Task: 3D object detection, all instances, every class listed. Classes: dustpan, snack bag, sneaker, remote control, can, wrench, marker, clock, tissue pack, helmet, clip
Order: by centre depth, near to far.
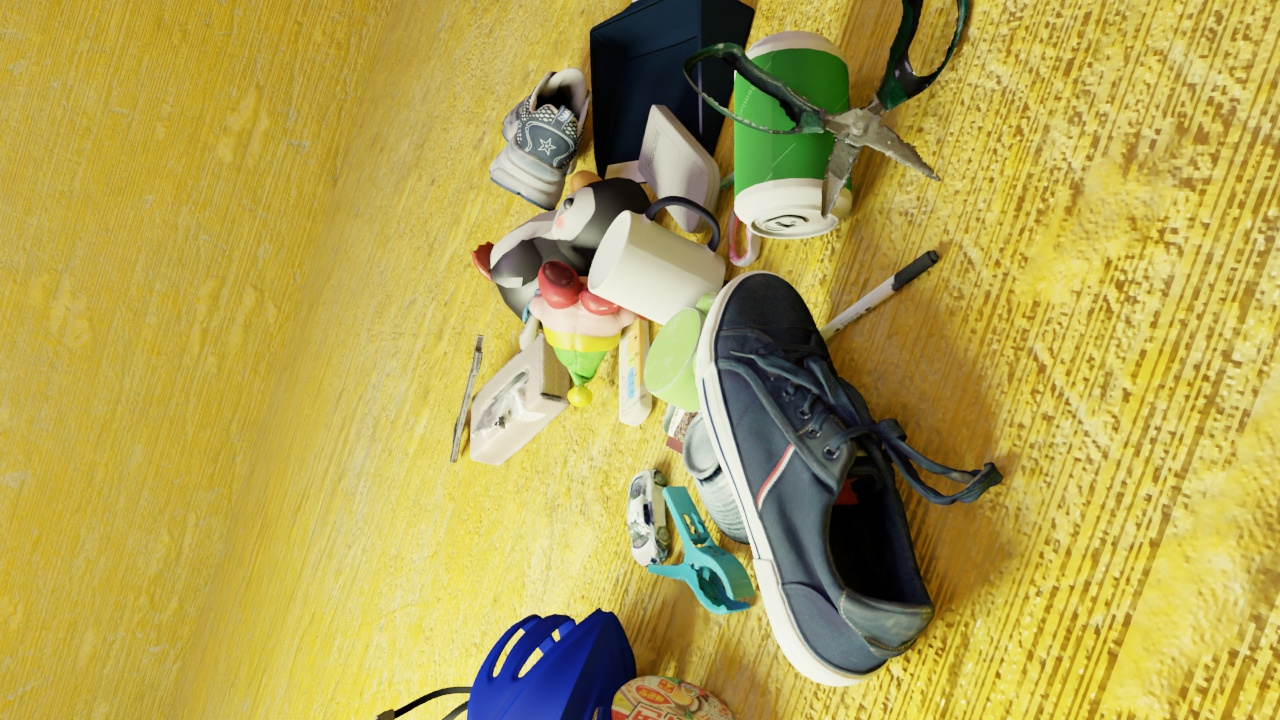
[{"bbox_3d":[0.123,0.043,0.585,0.128,0.120,0.294,122,145,-48],"label":"sneaker"},{"bbox_3d":[0.155,-0.035,0.662,0.153,0.011,0.011,-41,43,43],"label":"marker"},{"bbox_3d":[0.116,-0.171,0.703,0.088,0.087,0.139,-15,71,56],"label":"can"},{"bbox_3d":[0.049,0.152,0.719,0.116,0.026,0.097,34,122,55],"label":"clip"},{"bbox_3d":[0.046,-0.004,0.756,0.120,0.042,0.094,-41,32,39],"label":"clock"},{"bbox_3d":[-0.115,0.293,0.756,0.228,0.147,0.241,18,96,24],"label":"helmet"},{"bbox_3d":[0.059,0.007,0.799,0.057,0.013,0.158,24,96,61],"label":"snack bag"},{"bbox_3d":[0.038,-0.186,0.897,0.151,0.019,0.074,-120,35,-45],"label":"remote control"},{"bbox_3d":[-0.005,0.005,0.902,0.038,0.018,0.125,-39,42,44],"label":"remote control"},{"bbox_3d":[0.013,-0.333,0.977,0.237,0.080,0.273,13,87,60],"label":"dustpan"},{"bbox_3d":[-0.098,-0.289,1.077,0.133,0.103,0.268,-56,16,30],"label":"sneaker"},{"bbox_3d":[-0.151,0.050,1.077,0.182,0.071,0.103,-35,45,42],"label":"tissue pack"},{"bbox_3d":[-0.220,0.052,1.155,0.274,0.010,0.070,118,157,-55],"label":"wrench"}]

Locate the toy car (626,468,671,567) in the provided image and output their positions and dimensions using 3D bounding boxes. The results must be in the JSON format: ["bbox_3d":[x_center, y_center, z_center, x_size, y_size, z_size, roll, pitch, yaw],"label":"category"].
[{"bbox_3d":[0.004,0.138,0.809,0.039,0.027,0.089,-37,46,43],"label":"toy car"}]

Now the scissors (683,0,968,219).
[{"bbox_3d":[0.134,-0.203,0.654,0.015,0.206,0.201,65,-132,-78],"label":"scissors"}]

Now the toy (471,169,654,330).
[{"bbox_3d":[-0.059,-0.114,0.965,0.185,0.158,0.140,-33,87,36],"label":"toy"}]

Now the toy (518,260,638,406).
[{"bbox_3d":[-0.066,-0.028,0.912,0.132,0.124,0.096,92,-172,-51],"label":"toy"}]

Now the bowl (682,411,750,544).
[{"bbox_3d":[0.070,0.069,0.705,0.137,0.057,0.136,-34,48,48],"label":"bowl"}]

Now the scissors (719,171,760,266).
[{"bbox_3d":[0.109,-0.168,0.806,0.177,0.013,0.170,-36,43,49],"label":"scissors"}]

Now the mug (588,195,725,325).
[{"bbox_3d":[0.022,-0.091,0.811,0.112,0.097,0.078,-58,21,22],"label":"mug"}]

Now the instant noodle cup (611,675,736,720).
[{"bbox_3d":[0.010,0.304,0.660,0.100,0.100,0.113,52,128,55],"label":"instant noodle cup"}]
